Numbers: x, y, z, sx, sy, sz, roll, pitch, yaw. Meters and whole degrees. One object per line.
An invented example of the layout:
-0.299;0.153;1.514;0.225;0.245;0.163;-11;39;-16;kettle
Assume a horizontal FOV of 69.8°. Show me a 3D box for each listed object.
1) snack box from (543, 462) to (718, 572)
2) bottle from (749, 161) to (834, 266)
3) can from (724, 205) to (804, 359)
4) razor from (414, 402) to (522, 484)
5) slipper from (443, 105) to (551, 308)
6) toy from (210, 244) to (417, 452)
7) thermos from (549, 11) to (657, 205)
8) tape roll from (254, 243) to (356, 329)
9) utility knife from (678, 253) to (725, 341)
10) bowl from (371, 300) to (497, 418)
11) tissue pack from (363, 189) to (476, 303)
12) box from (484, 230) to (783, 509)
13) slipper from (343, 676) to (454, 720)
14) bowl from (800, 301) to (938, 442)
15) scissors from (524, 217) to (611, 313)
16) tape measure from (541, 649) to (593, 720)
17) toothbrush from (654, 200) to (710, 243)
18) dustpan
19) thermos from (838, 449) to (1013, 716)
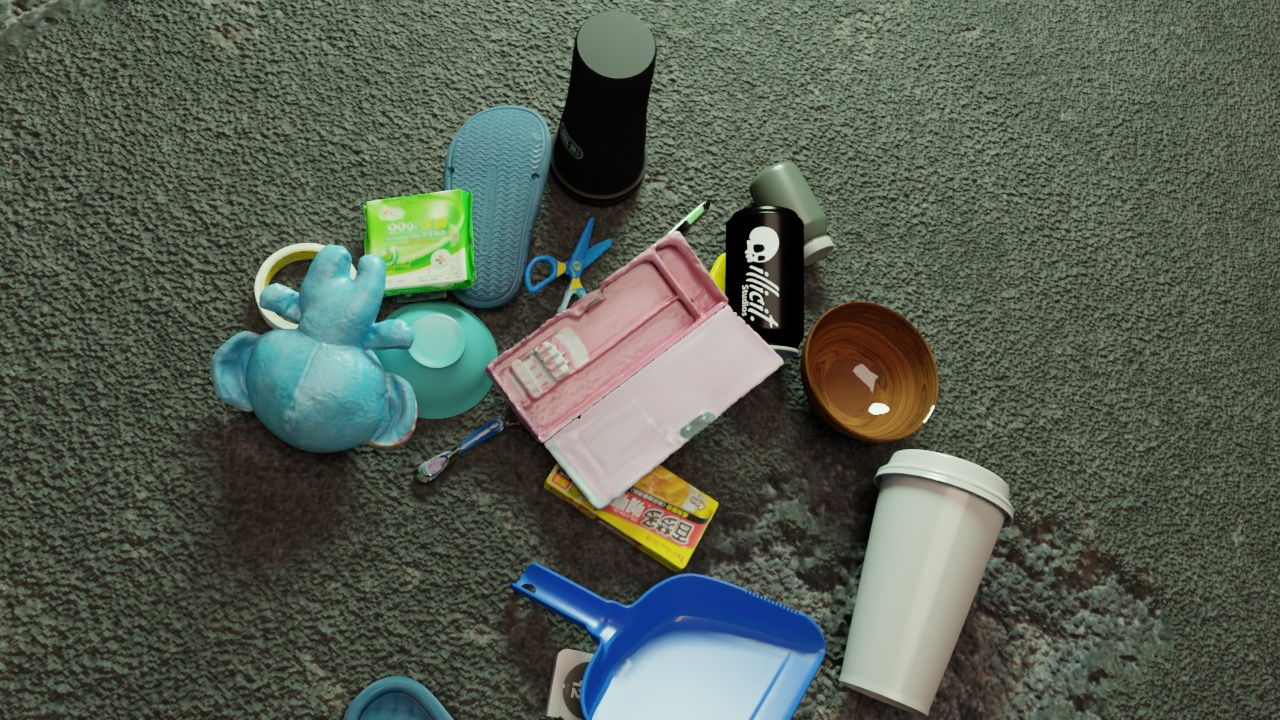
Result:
-0.008;0.127;0.866;0.152;0.025;0.075;33;65;0;snack box
0.167;-0.159;1.003;0.060;0.060;0.108;-21;76;-21;bottle
0.127;-0.078;0.938;0.080;0.080;0.146;4;81;-13;can
-0.149;0.072;0.855;0.140;0.018;0.044;-35;82;-24;razor
-0.149;-0.155;0.923;0.104;0.059;0.213;8;81;-2;slipper
-0.272;-0.009;0.806;0.183;0.115;0.180;15;86;2;toy
-0.034;-0.243;0.901;0.106;0.219;0.105;2;73;-7;thermos
-0.313;-0.065;0.865;0.094;0.019;0.094;5;68;-13;tape roll
0.060;-0.035;0.950;0.029;0.020;0.186;29;64;-2;utility knife
-0.192;-0.010;0.859;0.121;0.046;0.121;5;68;-13;bowl
-0.211;-0.109;0.877;0.114;0.034;0.099;-6;80;8;tissue pack
-0.006;0.007;0.868;0.232;0.051;0.180;-36;82;-14;box
-0.157;0.346;0.721;0.103;0.059;0.213;-31;75;-19;slipper
0.223;0.020;0.943;0.147;0.069;0.147;5;69;-14;bowl
-0.060;-0.088;0.934;0.132;0.020;0.097;-41;111;-37;scissors
-0.049;0.288;0.798;0.065;0.017;0.064;13;67;-9;tape measure
0.017;-0.118;0.973;0.014;0.017;0.187;46;64;-1;toothbrush
-0.002;0.252;0.778;0.258;0.060;0.244;21;37;24;dustpan
0.259;0.206;0.857;0.131;0.132;0.221;24;73;-5;thermos
